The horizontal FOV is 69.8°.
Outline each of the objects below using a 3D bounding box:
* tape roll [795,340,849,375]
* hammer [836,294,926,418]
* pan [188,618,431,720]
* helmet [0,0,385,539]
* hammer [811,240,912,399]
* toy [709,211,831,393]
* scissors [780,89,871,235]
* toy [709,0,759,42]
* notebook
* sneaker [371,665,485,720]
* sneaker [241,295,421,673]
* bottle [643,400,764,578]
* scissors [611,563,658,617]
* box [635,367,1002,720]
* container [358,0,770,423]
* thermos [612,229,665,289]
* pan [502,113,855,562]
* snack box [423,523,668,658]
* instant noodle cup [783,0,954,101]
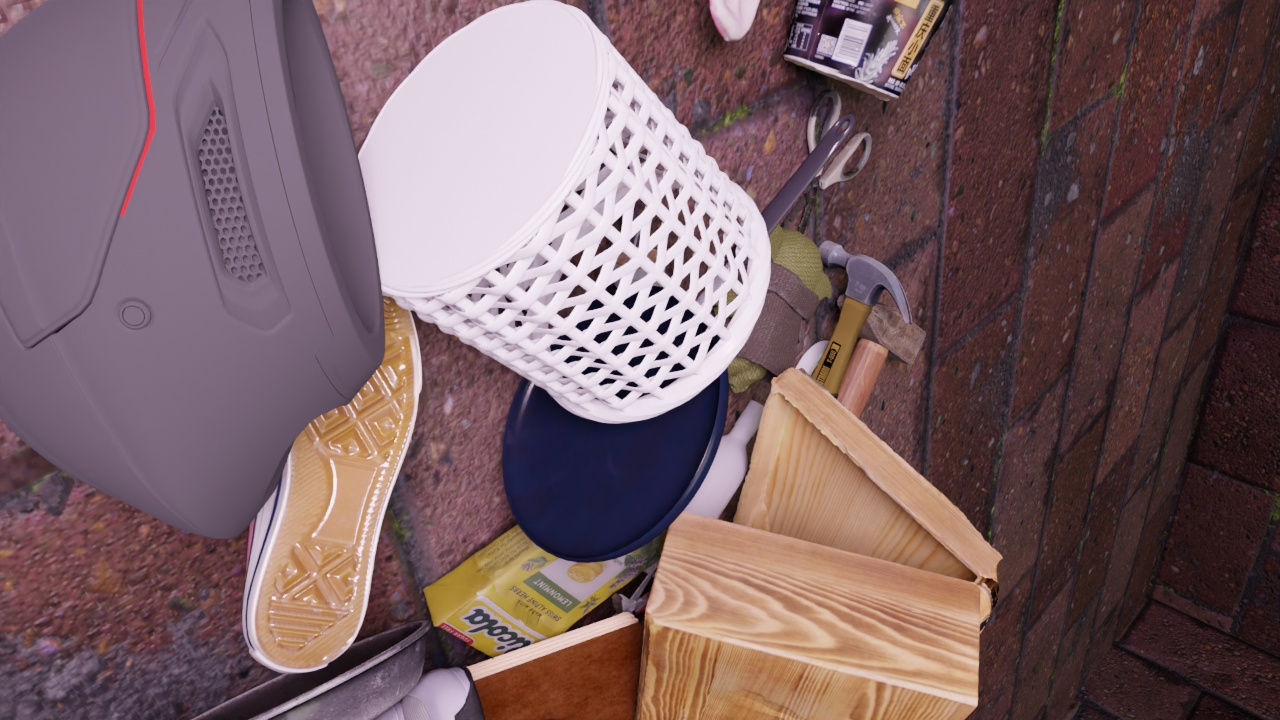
[{"bbox_3d":[0.196,0.025,1.007,0.093,0.018,0.094,-24,125,-39],"label":"tape roll"},{"bbox_3d":[0.210,0.078,1.005,0.157,0.037,0.301,24,91,-51],"label":"hammer"},{"bbox_3d":[-0.284,0.227,0.510,0.356,0.188,0.055,-21,85,-25],"label":"pan"},{"bbox_3d":[-0.213,-0.045,0.409,0.170,0.164,0.265,-11,108,-5],"label":"helmet"},{"bbox_3d":[0.177,0.053,0.943,0.025,0.118,0.333,0,114,-49],"label":"hammer"},{"bbox_3d":[0.111,-0.046,0.831,0.179,0.078,0.152,31,78,-52],"label":"toy"},{"bbox_3d":[0.173,-0.181,0.881,0.157,0.012,0.169,-30,131,-32],"label":"scissors"},{"bbox_3d":[0.053,-0.333,0.620,0.194,0.084,0.158,46,55,-45],"label":"toy"},{"bbox_3d":[-0.083,0.314,0.788,0.167,0.024,0.226,-13,131,-22],"label":"notebook"},{"bbox_3d":[-0.179,0.276,0.618,0.124,0.088,0.240,-11,157,-26],"label":"sneaker"},{"bbox_3d":[-0.193,0.057,0.546,0.118,0.088,0.240,13,77,-30],"label":"sneaker"},{"bbox_3d":[0.062,0.123,0.885,0.195,0.052,0.052,-55,139,-12],"label":"bottle"},{"bbox_3d":[-0.017,0.238,0.830,0.179,0.015,0.194,-46,156,15],"label":"scissors"},{"bbox_3d":[0.158,0.198,0.785,0.280,0.269,0.262,94,14,-49],"label":"box"},{"bbox_3d":[-0.045,-0.081,0.557,0.186,0.189,0.189,36,82,-49],"label":"container"},{"bbox_3d":[-0.004,0.005,0.744,0.061,0.061,0.232,-21,124,-40],"label":"thermos"},{"bbox_3d":[0.028,-0.019,0.622,0.021,0.198,0.357,28,105,-44],"label":"pan"},{"bbox_3d":[-0.064,0.167,0.732,0.181,0.045,0.121,-36,137,1],"label":"snack box"},{"bbox_3d":[0.184,-0.285,0.757,0.137,0.137,0.112,1,117,-48],"label":"instant noodle cup"}]
